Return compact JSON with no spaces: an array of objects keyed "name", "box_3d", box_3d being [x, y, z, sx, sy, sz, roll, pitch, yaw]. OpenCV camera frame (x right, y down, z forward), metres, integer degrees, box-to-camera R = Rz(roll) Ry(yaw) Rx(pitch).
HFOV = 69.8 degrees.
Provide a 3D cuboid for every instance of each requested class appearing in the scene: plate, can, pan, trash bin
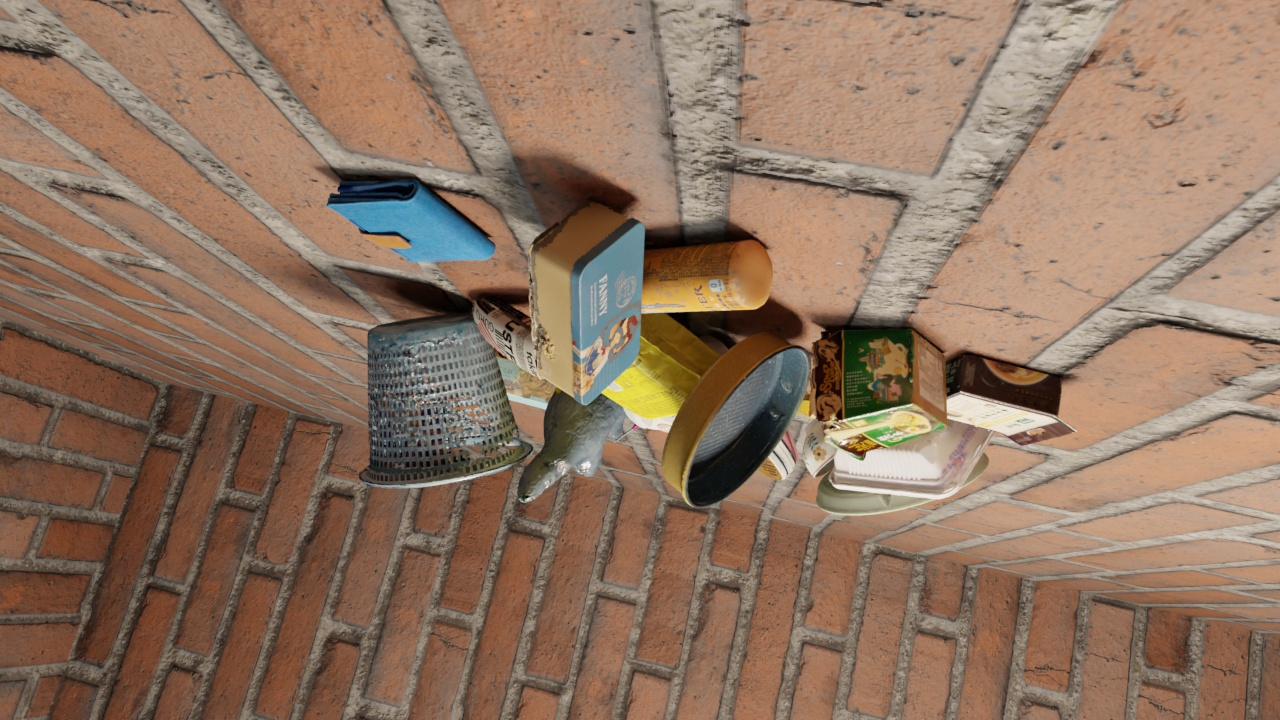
[{"name":"plate","box_3d":[0.342,0.149,1.222,0.230,0.027,0.230,-18,-173,2]},{"name":"can","box_3d":[0.042,-0.071,0.802,0.146,0.058,0.058,1,162,43]},{"name":"pan","box_3d":[0.163,0.057,0.995,0.078,0.198,0.356,37,-149,28]},{"name":"trash bin","box_3d":[-0.264,0.042,1.193,0.226,0.195,0.226,-6,-172,1]}]

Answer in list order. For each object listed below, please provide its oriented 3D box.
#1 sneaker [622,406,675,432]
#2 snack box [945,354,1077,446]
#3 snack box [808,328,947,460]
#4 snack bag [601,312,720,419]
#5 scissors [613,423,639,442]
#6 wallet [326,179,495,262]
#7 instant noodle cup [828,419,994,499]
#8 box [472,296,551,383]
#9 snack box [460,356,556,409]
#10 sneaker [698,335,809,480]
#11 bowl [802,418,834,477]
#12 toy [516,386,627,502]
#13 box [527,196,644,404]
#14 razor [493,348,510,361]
[{"name":"sneaker","box_3d":[0.063,0.072,1.289,0.091,0.089,0.242,23,178,34]},{"name":"snack box","box_3d":[0.369,0.043,0.957,0.125,0.053,0.113,14,167,-3]},{"name":"snack box","box_3d":[0.245,0.028,0.920,0.106,0.118,0.117,-12,153,39]},{"name":"snack bag","box_3d":[-0.006,0.006,1.057,0.158,0.068,0.247,37,161,-13]},{"name":"scissors","box_3d":[0.014,0.085,1.368,0.017,0.133,0.133,55,-177,3]},{"name":"wallet","box_3d":[-0.216,-0.129,0.872,0.106,0.040,0.133,2,163,24]},{"name":"instant noodle cup","box_3d":[0.312,0.093,1.090,0.174,0.137,0.060,0,127,48]},{"name":"box","box_3d":[-0.149,-0.024,1.096,0.164,0.060,0.072,28,163,38]},{"name":"snack box","box_3d":[-0.187,0.019,1.365,0.175,0.074,0.052,16,167,-9]},{"name":"sneaker","box_3d":[0.137,0.045,1.126,0.118,0.087,0.241,15,148,51]},{"name":"bowl","box_3d":[0.263,0.102,1.244,0.062,0.113,0.113,55,-179,20]},{"name":"toy","box_3d":[-0.070,0.073,1.258,0.091,0.138,0.355,12,-153,20]},{"name":"box","box_3d":[-0.045,-0.052,0.778,0.062,0.089,0.185,31,146,21]},{"name":"razor","box_3d":[-0.149,-0.012,1.254,0.067,0.062,0.168,-17,-166,-38]}]
